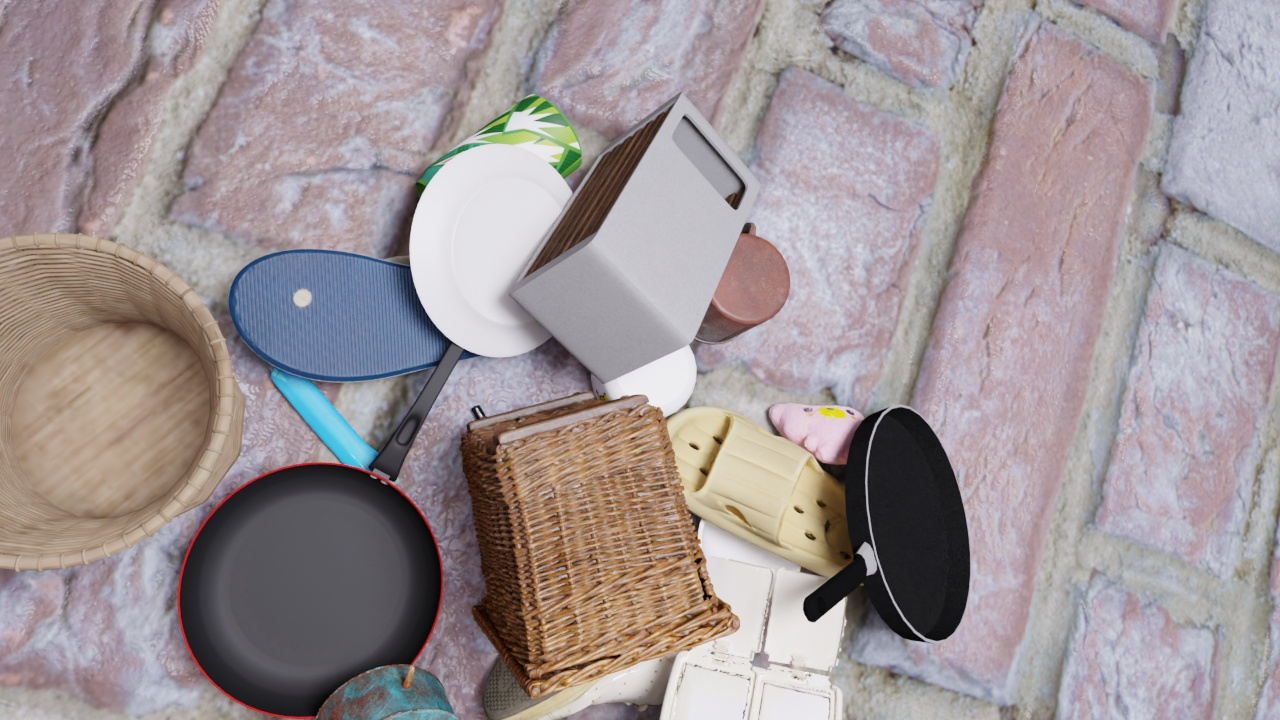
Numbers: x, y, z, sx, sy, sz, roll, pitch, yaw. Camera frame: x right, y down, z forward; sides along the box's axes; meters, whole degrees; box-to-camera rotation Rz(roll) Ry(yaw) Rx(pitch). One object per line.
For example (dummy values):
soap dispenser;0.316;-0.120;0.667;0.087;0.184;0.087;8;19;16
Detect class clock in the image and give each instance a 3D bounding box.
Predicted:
clock;-0.198;0.332;0.759;0.121;0.073;0.158;-30;126;-15

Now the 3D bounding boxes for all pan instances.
pan;-0.242;0.129;0.796;0.209;0.067;0.355;31;75;-11
pan;0.221;0.165;0.834;0.355;0.034;0.225;-14;88;-52

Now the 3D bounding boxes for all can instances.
can;-0.133;-0.179;0.866;0.144;0.083;0.083;-41;93;-17

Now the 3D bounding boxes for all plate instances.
plate;-0.116;-0.096;0.817;0.188;0.016;0.188;-7;101;-42

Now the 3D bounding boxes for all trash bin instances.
trash bin;0.002;-0.111;0.813;0.114;0.115;0.228;44;47;-21

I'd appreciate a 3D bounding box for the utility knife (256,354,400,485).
utility knife;-0.290;0.043;0.826;0.031;0.015;0.196;-41;97;-17

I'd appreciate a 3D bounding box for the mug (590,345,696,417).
mug;-0.005;0.005;0.879;0.115;0.068;0.094;43;74;-5

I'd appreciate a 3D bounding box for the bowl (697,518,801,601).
bowl;0.099;0.181;0.891;0.110;0.041;0.109;7;69;-18

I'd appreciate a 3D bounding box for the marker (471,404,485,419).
marker;-0.119;0.109;0.864;0.011;0.011;0.152;-29;89;-17

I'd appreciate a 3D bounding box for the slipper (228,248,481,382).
slipper;-0.217;-0.043;0.840;0.294;0.060;0.118;-6;88;-29

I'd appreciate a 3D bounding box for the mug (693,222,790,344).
mug;0.092;-0.083;0.899;0.096;0.110;0.122;21;77;-16

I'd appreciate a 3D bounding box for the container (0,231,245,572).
container;-0.417;0.039;0.700;0.226;0.196;0.226;2;81;-14

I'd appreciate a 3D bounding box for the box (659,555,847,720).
box;0.095;0.258;0.751;0.145;0.066;0.185;8;74;8

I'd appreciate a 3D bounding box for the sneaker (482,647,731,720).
sneaker;-0.020;0.277;0.834;0.241;0.089;0.102;-23;121;-3

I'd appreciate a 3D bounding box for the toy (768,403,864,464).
toy;0.184;0.073;0.914;0.102;0.093;0.050;5;114;-10

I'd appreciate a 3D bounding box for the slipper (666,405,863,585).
slipper;0.137;0.121;0.860;0.261;0.079;0.111;31;60;-8

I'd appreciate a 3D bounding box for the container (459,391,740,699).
container;-0.057;0.127;0.741;0.162;0.250;0.183;-14;92;-19
